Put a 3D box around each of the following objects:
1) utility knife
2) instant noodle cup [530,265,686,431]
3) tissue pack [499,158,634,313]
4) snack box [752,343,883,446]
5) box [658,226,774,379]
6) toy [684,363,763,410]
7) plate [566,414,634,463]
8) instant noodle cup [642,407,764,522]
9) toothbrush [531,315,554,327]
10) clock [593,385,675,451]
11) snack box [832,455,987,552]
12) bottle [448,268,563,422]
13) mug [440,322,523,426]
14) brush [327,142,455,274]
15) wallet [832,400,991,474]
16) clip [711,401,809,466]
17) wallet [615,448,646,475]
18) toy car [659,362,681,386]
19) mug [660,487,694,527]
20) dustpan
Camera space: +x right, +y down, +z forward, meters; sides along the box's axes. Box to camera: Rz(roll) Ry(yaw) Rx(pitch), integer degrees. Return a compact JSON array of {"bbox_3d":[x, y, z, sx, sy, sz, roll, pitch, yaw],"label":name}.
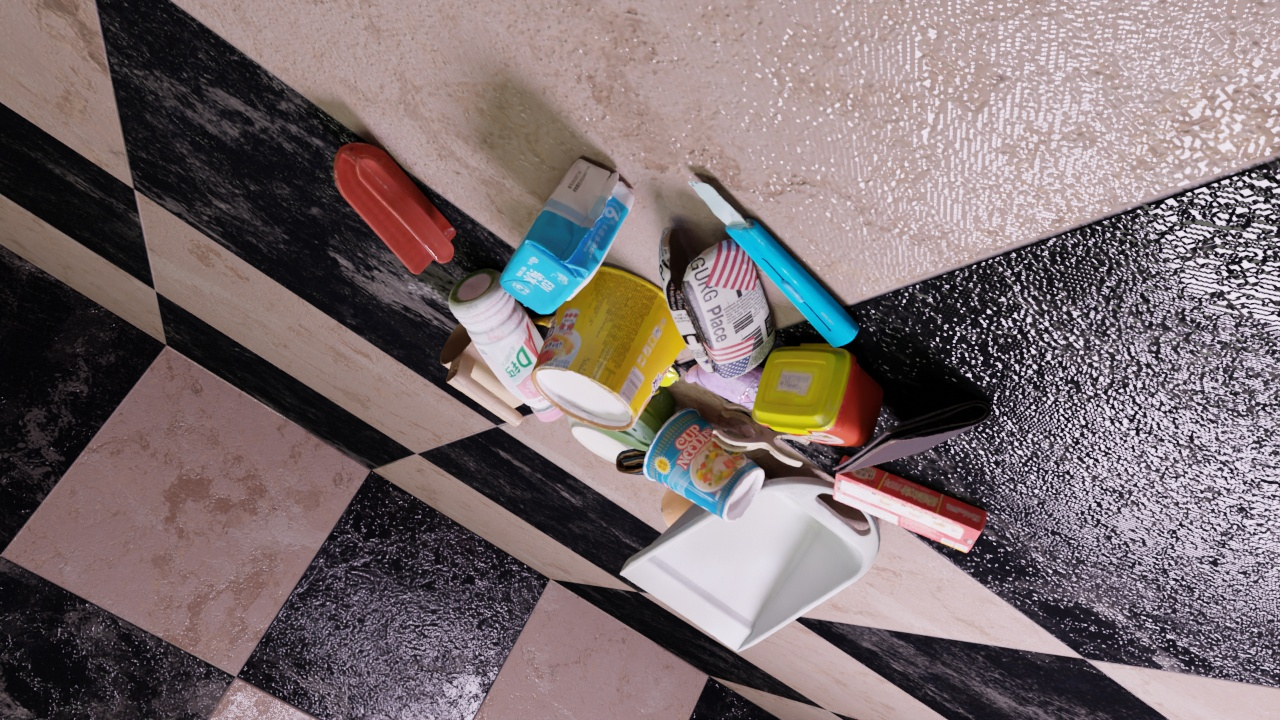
[{"bbox_3d":[0.103,-0.073,0.697,0.191,0.018,0.034,41,156,-25],"label":"utility knife"},{"bbox_3d":[-0.033,-0.005,0.877,0.138,0.109,0.138,21,155,10],"label":"instant noodle cup"},{"bbox_3d":[-0.061,-0.096,0.750,0.063,0.089,0.140,33,159,-11],"label":"tissue pack"},{"bbox_3d":[0.156,0.032,0.792,0.080,0.082,0.091,28,164,-37],"label":"snack box"},{"bbox_3d":[0.069,-0.044,0.760,0.088,0.076,0.163,-3,145,17],"label":"box"},{"bbox_3d":[0.099,0.019,0.878,0.108,0.038,0.084,28,150,6],"label":"toy"},{"bbox_3d":[-0.039,0.106,1.253,0.164,0.034,0.164,20,158,23],"label":"plate"},{"bbox_3d":[0.076,0.121,1.025,0.110,0.099,0.099,33,163,29],"label":"instant noodle cup"},{"bbox_3d":[-0.099,-0.040,1.019,0.016,0.018,0.192,41,156,-32],"label":"toothbrush"},{"bbox_3d":[-0.012,0.062,1.089,0.116,0.056,0.161,22,158,20],"label":"clock"},{"bbox_3d":[0.280,0.152,0.967,0.153,0.025,0.075,21,156,19],"label":"snack box"},{"bbox_3d":[-0.141,-0.010,1.028,0.068,0.068,0.197,11,141,39],"label":"bottle"},{"bbox_3d":[-0.177,0.011,1.102,0.084,0.124,0.103,-37,120,26],"label":"mug"},{"bbox_3d":[-0.239,-0.151,0.888,0.069,0.063,0.146,25,160,44],"label":"brush"},{"bbox_3d":[0.228,0.069,0.781,0.096,0.020,0.122,-12,163,-14],"label":"wallet"},{"bbox_3d":[0.120,0.092,0.976,0.104,0.082,0.035,36,161,13],"label":"clip"},{"bbox_3d":[0.036,0.134,1.167,0.115,0.033,0.090,10,169,-23],"label":"wallet"},{"bbox_3d":[-0.006,0.006,0.989,0.105,0.032,0.048,14,154,31],"label":"toy car"},{"bbox_3d":[0.088,0.191,1.235,0.078,0.078,0.123,34,153,-12],"label":"mug"},{"bbox_3d":[0.151,0.240,1.105,0.222,0.258,0.142,38,-179,-22],"label":"dustpan"}]
